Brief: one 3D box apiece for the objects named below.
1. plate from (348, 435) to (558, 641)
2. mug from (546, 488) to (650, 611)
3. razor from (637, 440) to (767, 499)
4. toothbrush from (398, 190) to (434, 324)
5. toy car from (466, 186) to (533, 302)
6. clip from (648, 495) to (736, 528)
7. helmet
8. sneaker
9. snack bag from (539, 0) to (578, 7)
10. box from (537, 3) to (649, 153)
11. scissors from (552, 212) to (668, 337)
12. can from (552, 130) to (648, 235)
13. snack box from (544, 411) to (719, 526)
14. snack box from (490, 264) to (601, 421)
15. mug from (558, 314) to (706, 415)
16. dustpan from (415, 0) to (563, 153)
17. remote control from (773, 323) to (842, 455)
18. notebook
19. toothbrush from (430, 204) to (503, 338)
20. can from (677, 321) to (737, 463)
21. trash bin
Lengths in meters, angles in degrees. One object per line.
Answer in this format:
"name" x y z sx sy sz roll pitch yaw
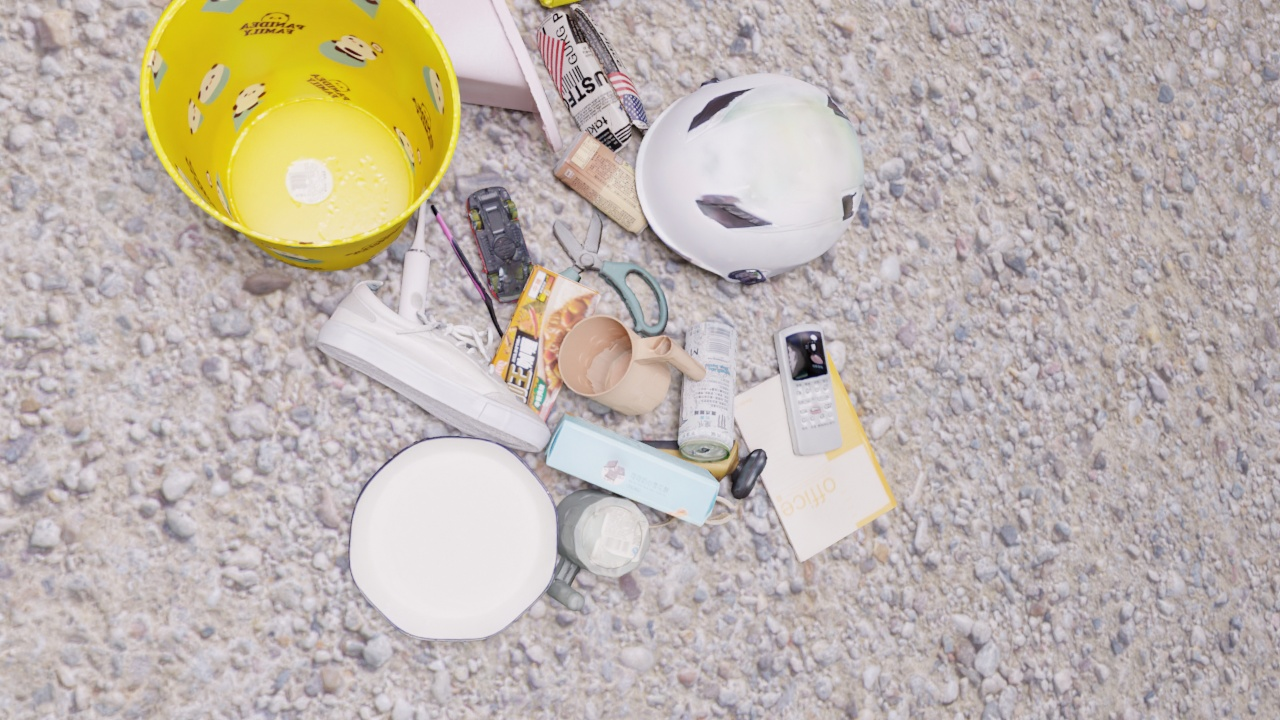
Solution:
"plate" -0.185 0.177 0.922 0.204 0.045 0.205 1 87 -11
"mug" -0.051 0.193 0.938 0.083 0.103 0.123 31 77 -13
"razor" 0.055 0.114 1.003 0.167 0.062 0.067 7 54 -11
"toothbrush" -0.232 -0.081 0.944 0.026 0.026 0.221 12 81 -50
"toy car" -0.146 -0.121 0.963 0.053 0.045 0.120 -18 97 -15
"clip" 0.055 0.157 1.011 0.099 0.034 0.066 9 85 -7
"helmet" 0.138 -0.203 0.976 0.258 0.146 0.229 -5 86 -33
"sneaker" -0.187 0.004 0.901 0.242 0.090 0.090 31 70 -14
"snack bag" -0.033 -0.486 0.995 0.246 0.068 0.158 -21 79 -17
"box" -0.040 -0.311 1.005 0.087 0.076 0.163 -30 92 -37
"scissors" -0.060 -0.065 0.998 0.181 0.019 0.170 -44 100 -14
"can" -0.034 -0.192 0.994 0.116 0.059 0.058 36 77 -11
"snack box" -0.010 0.110 0.937 0.175 0.074 0.051 23 92 -5
"snack box" -0.106 -0.015 0.956 0.075 0.026 0.154 23 97 -15
"mug" -0.006 0.005 0.938 0.125 0.103 0.084 -8 71 23
"dustpan" -0.139 -0.346 0.898 0.139 0.222 0.273 3 98 -4
"remote control" 0.193 0.033 1.053 0.058 0.021 0.150 -10 89 -18
"notebook" 0.201 0.109 1.067 0.145 0.010 0.206 -25 93 -17
"toothbrush" -0.170 -0.082 0.969 0.017 0.014 0.189 -31 95 -26
"can" 0.073 0.033 0.986 0.058 0.058 0.146 14 62 -15
"trash bin" -0.288 -0.190 0.815 0.229 0.256 0.229 1 86 -16
